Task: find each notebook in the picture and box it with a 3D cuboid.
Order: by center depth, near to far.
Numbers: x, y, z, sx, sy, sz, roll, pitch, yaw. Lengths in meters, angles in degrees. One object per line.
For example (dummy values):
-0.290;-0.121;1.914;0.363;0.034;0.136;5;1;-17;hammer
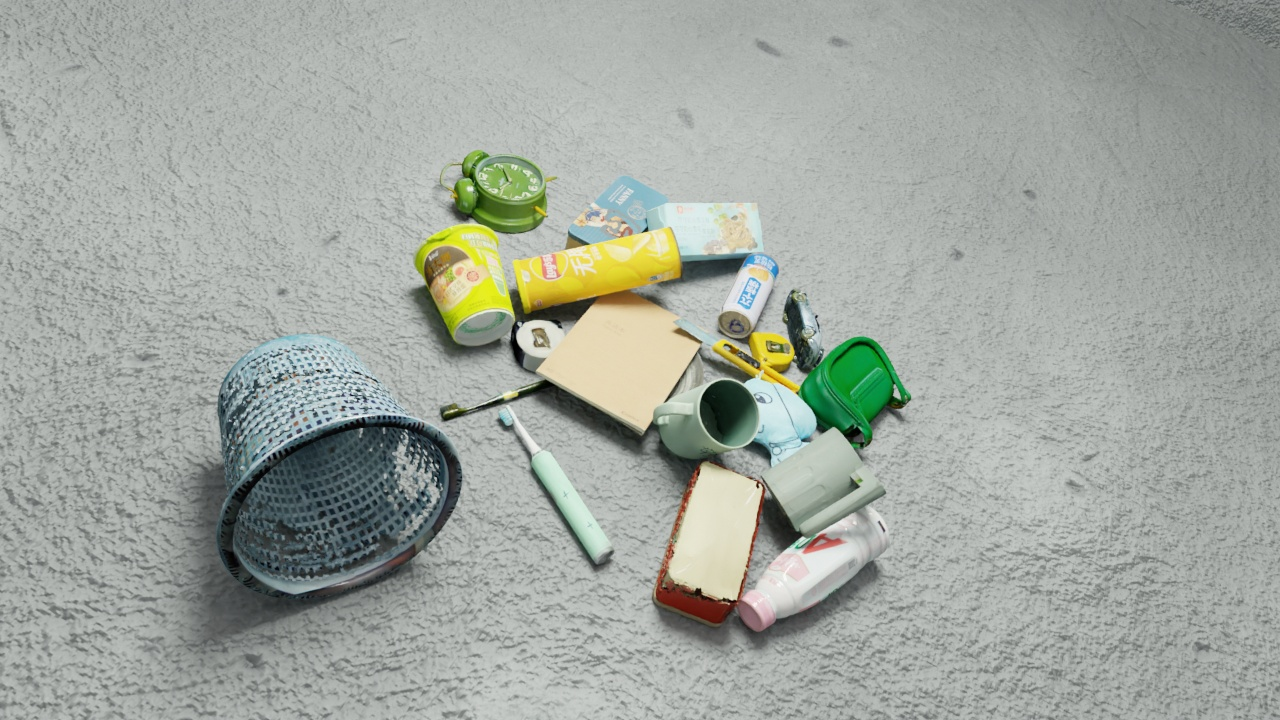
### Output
-0.018;-0.010;1.156;0.149;0.012;0.210;29;44;7;notebook

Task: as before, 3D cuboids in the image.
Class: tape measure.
-0.126;-0.019;1.153;0.065;0.034;0.066;-7;53;-20;tape measure
0.179;-0.013;1.241;0.057;0.029;0.060;1;51;-17;tape measure

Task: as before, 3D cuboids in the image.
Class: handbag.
0.281;0.039;1.195;0.120;0.068;0.131;47;50;7;handbag

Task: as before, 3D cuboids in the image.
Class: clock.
-0.205;-0.245;1.307;0.161;0.056;0.115;12;47;-6;clock

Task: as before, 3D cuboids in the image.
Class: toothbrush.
-0.098;0.134;1.035;0.027;0.026;0.224;-32;63;-11;toothbrush
-0.154;0.038;1.111;0.185;0.012;0.017;-17;47;-28;toothbrush

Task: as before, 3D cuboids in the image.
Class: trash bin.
-0.317;0.086;0.906;0.226;0.227;0.195;-16;44;-27;trash bin

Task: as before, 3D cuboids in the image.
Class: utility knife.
0.135;0.001;1.200;0.215;0.015;0.033;32;44;-4;utility knife

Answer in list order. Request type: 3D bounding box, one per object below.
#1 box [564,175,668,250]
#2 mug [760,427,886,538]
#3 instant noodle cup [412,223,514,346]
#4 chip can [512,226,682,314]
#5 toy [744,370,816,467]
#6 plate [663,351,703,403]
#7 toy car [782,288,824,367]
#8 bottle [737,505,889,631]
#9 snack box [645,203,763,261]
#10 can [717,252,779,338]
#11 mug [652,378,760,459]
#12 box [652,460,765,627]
-0.032;-0.192;1.310;0.090;0.061;0.183;28;50;7;box
0.206;0.145;1.040;0.103;0.084;0.124;-31;22;1;mug
-0.212;-0.088;1.143;0.111;0.112;0.123;-12;62;-25;instant noodle cup
-0.056;-0.118;1.195;0.213;0.072;0.072;-13;54;-6;chip can
0.177;0.084;1.145;0.161;0.050;0.156;6;54;-14;toy
-0.007;0.007;1.171;0.179;0.024;0.179;11;46;-11;plate
0.225;-0.045;1.265;0.036;0.054;0.120;1;49;-12;toy car
0.190;0.230;1.014;0.196;0.068;0.068;-27;63;-30;bottle
0.093;-0.183;1.308;0.174;0.052;0.074;-7;89;-34;snack box
0.151;-0.092;1.283;0.053;0.053;0.134;25;48;5;can
0.064;0.069;1.069;0.111;0.107;0.082;11;72;-26;mug
0.078;0.193;1.004;0.091;0.077;0.167;21;47;1;box
